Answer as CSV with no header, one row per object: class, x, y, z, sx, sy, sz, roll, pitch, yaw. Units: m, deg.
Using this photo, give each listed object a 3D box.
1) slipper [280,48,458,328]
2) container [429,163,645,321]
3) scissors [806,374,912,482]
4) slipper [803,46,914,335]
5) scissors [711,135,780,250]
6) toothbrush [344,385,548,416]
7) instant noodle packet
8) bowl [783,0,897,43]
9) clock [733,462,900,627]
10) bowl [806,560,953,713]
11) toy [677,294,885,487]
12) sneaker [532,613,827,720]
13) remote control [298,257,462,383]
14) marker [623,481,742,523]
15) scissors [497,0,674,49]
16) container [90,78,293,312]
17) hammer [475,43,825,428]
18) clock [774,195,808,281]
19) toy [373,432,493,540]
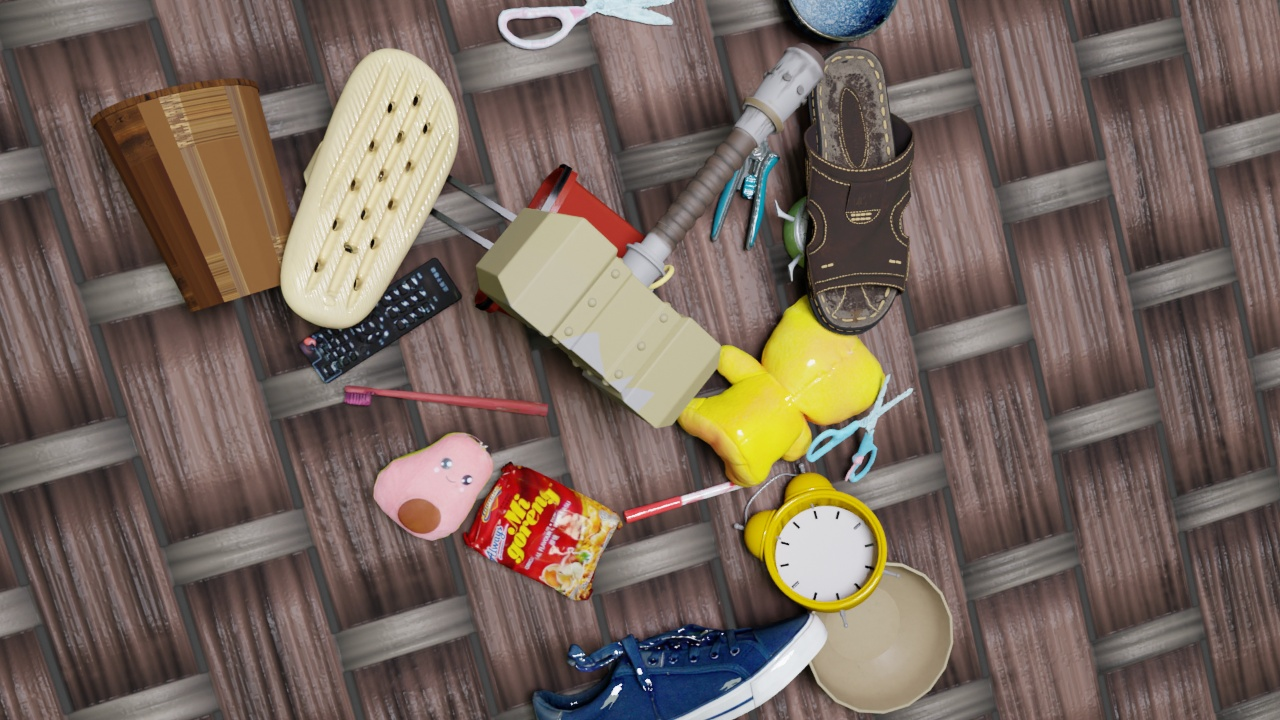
slipper,-0.244,-0.147,0.816,0.111,0.079,0.261,27,70,-28
container,-0.103,-0.107,0.824,0.200,0.127,0.148,31,88,-15
scissors,0.207,0.072,0.889,0.133,0.015,0.135,-12,125,-31
slipper,0.200,-0.157,0.842,0.113,0.076,0.268,-1,91,-8
scissors,0.111,-0.177,0.899,0.127,0.019,0.142,-28,90,0
toothbrush,-0.183,0.040,0.869,0.190,0.016,0.016,6,96,-9
instant noodle packet,-0.092,0.164,0.879,0.135,0.039,0.098,28,95,-10
bowl,0.184,-0.356,0.881,0.114,0.061,0.114,0,91,-8
clock,0.169,0.176,0.890,0.113,0.052,0.152,-42,61,-6
bowl,0.232,0.272,0.926,0.152,0.050,0.152,0,93,-8
toy,0.136,0.028,0.880,0.193,0.087,0.134,-36,93,-8
sneaker,0.027,0.286,0.864,0.295,0.120,0.127,-26,87,5
remote control,-0.240,-0.038,0.854,0.150,0.022,0.047,-32,98,-4
marker,0.053,0.136,0.911,0.142,0.013,0.013,-15,95,-8
scissors,-0.050,-0.325,0.873,0.178,0.016,0.103,11,90,-12
container,-0.363,-0.136,0.782,0.132,0.132,0.167,-18,101,-7
hammer,0.041,-0.129,0.752,0.190,0.101,0.324,41,84,-25
clock,0.191,-0.129,0.903,0.119,0.042,0.094,-12,96,-7
toy,-0.188,0.112,0.854,0.090,0.051,0.110,44,85,-9
